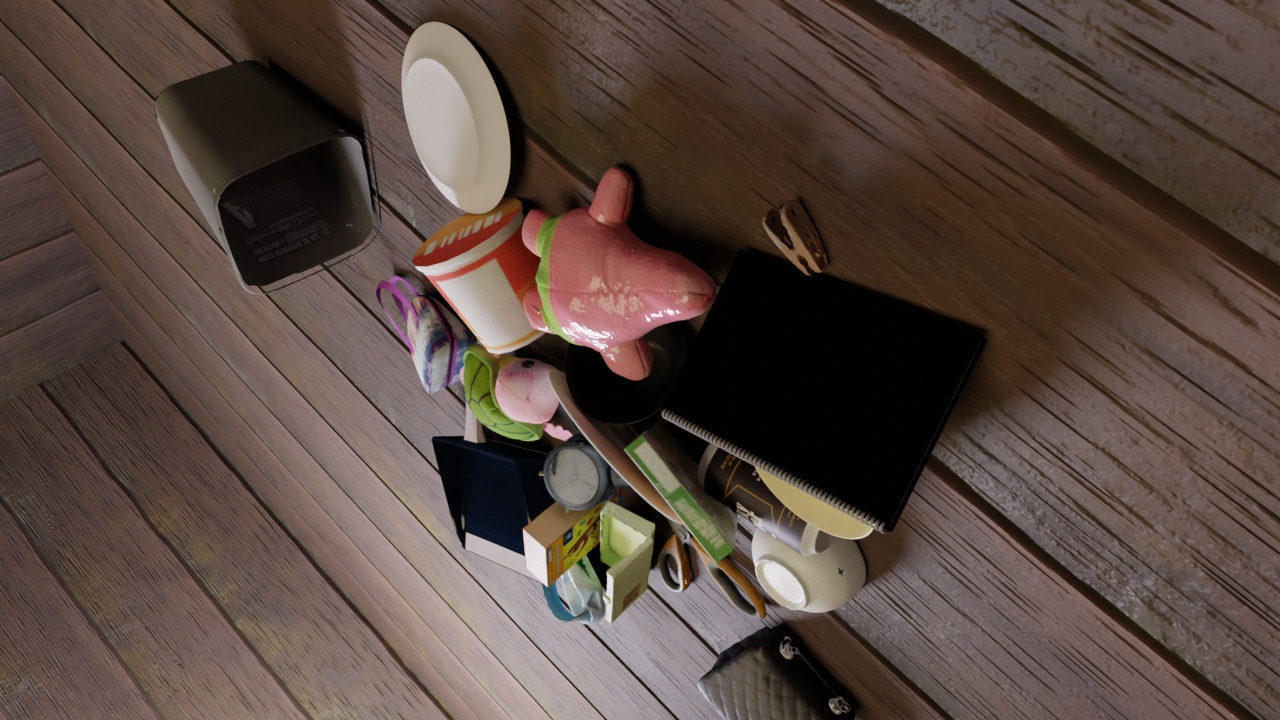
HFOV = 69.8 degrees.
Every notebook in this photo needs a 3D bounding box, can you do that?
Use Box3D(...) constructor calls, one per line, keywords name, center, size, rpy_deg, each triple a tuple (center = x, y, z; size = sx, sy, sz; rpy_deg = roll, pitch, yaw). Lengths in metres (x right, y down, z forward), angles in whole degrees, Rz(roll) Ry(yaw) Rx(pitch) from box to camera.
Box3D(name="notebook", center=(0.124, 0.015, 0.679), size=(0.207, 0.149, 0.016), rpy_deg=(26, 180, 36))

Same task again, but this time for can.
Box3D(name="can", center=(0.121, 0.118, 0.833), size=(0.129, 0.071, 0.072), rpy_deg=(29, 142, 33))

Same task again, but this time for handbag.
Box3D(name="handbag", center=(-0.299, -0.048, 1.232), size=(0.170, 0.067, 0.145), rpy_deg=(46, 141, 24))
Box3D(name="handbag", center=(0.166, 0.376, 1.043), size=(0.153, 0.114, 0.125), rpy_deg=(49, 125, 12))

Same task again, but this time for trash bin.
Box3D(name="trash bin", center=(-0.477, -0.243, 1.156), size=(0.220, 0.197, 0.198), rpy_deg=(45, 150, 24))

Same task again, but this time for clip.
Box3D(name="clip", center=(0.113, -0.090, 0.684), size=(0.045, 0.024, 0.062), rpy_deg=(7, 130, 49))

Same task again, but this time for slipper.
Box3D(name="slipper", center=(-0.100, 0.308, 1.267), size=(0.246, 0.074, 0.104), rpy_deg=(96, 150, -65))

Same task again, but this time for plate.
Box3D(name="plate", center=(-0.193, -0.236, 0.914), size=(0.189, 0.016, 0.189), rpy_deg=(30, 133, 38))
Box3D(name="plate", center=(-0.017, 0.082, 0.934), size=(0.208, 0.015, 0.208), rpy_deg=(47, -175, -6))

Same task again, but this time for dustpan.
Box3D(name="dustpan", center=(-0.213, 0.153, 1.272), size=(0.237, 0.080, 0.273), rpy_deg=(6, 91, 50))

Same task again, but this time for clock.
Box3D(name="clock", center=(-0.057, 0.123, 1.071), size=(0.130, 0.052, 0.090), rpy_deg=(-39, 81, 24))

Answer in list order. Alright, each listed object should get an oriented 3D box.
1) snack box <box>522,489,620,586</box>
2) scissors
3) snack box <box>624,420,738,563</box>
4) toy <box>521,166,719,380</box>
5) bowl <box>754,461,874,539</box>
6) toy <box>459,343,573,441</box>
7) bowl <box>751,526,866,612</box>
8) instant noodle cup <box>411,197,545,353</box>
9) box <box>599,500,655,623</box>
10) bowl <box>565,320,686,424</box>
Box3D(name="snack box", center=(-0.084, 0.206, 1.135), size=(0.040, 0.125, 0.088), rpy_deg=(35, 145, 26))
Box3D(name="scissors", center=(0.054, 0.220, 1.075), size=(0.225, 0.016, 0.226), rpy_deg=(50, 148, 9))
Box3D(name="snack box", center=(0.044, 0.121, 0.892), size=(0.132, 0.027, 0.168), rpy_deg=(50, -174, 4))
Box3D(name="toy", center=(-0.020, -0.071, 0.802), size=(0.237, 0.096, 0.192), rpy_deg=(12, 113, 47))
Box3D(name="bowl", center=(0.157, 0.074, 0.736), size=(0.118, 0.073, 0.118), rpy_deg=(36, 152, 22))
Box3D(name="toy", center=(-0.158, 0.039, 1.105), size=(0.190, 0.087, 0.239), rpy_deg=(57, 155, -17))
Box3D(name="bowl", center=(0.152, 0.196, 0.879), size=(0.113, 0.063, 0.114), rpy_deg=(33, 143, 30))
Box3D(name="instant noodle cup", center=(-0.150, -0.083, 0.953), size=(0.124, 0.123, 0.121), rpy_deg=(8, 135, 49))
Box3D(name="box", center=(-0.028, 0.238, 1.118), size=(0.083, 0.091, 0.188), rpy_deg=(46, 156, 22))
Box3D(name="bowl", center=(-0.005, 0.005, 0.881), size=(0.124, 0.124, 0.052), rpy_deg=(35, -178, 27))
